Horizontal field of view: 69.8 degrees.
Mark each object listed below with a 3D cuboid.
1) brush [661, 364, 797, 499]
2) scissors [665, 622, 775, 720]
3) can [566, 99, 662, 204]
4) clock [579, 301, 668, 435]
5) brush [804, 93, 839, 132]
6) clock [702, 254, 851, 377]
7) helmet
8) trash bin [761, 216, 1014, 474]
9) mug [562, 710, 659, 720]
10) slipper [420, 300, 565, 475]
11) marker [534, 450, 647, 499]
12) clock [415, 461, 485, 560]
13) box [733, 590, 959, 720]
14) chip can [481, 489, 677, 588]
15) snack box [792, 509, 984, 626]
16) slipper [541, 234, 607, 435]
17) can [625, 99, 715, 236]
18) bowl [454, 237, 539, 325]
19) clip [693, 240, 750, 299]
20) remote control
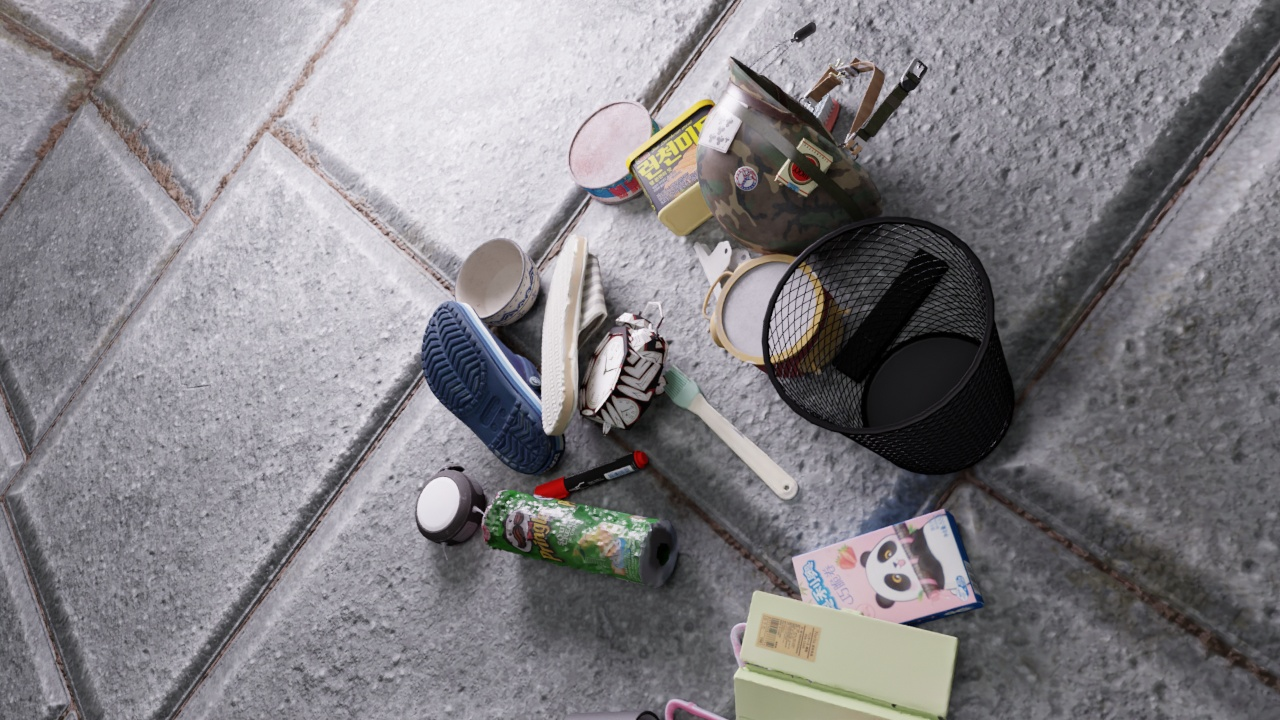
[{"bbox_3d":[0.092,0.076,0.990,0.033,0.012,0.217,-50,55,4],"label":"brush"},{"bbox_3d":[0.105,0.329,0.872,0.171,0.014,0.168,8,75,35],"label":"scissors"},{"bbox_3d":[-0.031,-0.271,1.194,0.130,0.044,0.129,-13,64,28],"label":"can"},{"bbox_3d":[-0.007,0.006,1.031,0.155,0.065,0.114,-62,22,12],"label":"clock"},{"bbox_3d":[0.179,-0.232,1.053,0.041,0.030,0.172,21,83,37],"label":"brush"},{"bbox_3d":[0.136,-0.047,0.969,0.159,0.081,0.117,25,88,35],"label":"clock"},{"bbox_3d":[0.166,-0.226,0.939,0.236,0.224,0.192,-31,27,13],"label":"helmet"},{"bbox_3d":[0.233,0.005,0.804,0.184,0.210,0.183,-13,64,28],"label":"trash bin"},{"bbox_3d":[-0.026,0.401,0.893,0.088,0.078,0.113,-13,89,27],"label":"mug"},{"bbox_3d":[-0.176,0.037,1.133,0.252,0.095,0.105,50,119,19],"label":"slipper"},{"bbox_3d":[-0.057,0.135,1.053,0.145,0.021,0.023,-22,90,23],"label":"marker"},{"bbox_3d":[-0.241,0.178,1.137,0.091,0.043,0.123,-48,53,6],"label":"clock"},{"bbox_3d":[0.174,0.286,0.801,0.188,0.048,0.140,8,88,29],"label":"box"},{"bbox_3d":[-0.068,0.192,1.003,0.224,0.075,0.075,4,72,34],"label":"chip can"},{"bbox_3d":[0.222,0.201,0.839,0.154,0.033,0.087,-24,59,23],"label":"snack box"},{"bbox_3d":[-0.082,-0.032,1.093,0.115,0.054,0.272,-46,33,48],"label":"slipper"},{"bbox_3d":[0.063,-0.228,1.100,0.131,0.072,0.101,-35,58,15],"label":"can"},{"bbox_3d":[-0.181,-0.096,1.206,0.116,0.059,0.115,-13,64,28],"label":"bowl"},{"bbox_3d":[0.099,-0.111,1.061,0.054,0.040,0.101,-43,52,33],"label":"clip"},{"bbox_3d":[0.254,-0.045,0.936,0.034,0.013,0.150,39,92,38],"label":"remote control"}]
